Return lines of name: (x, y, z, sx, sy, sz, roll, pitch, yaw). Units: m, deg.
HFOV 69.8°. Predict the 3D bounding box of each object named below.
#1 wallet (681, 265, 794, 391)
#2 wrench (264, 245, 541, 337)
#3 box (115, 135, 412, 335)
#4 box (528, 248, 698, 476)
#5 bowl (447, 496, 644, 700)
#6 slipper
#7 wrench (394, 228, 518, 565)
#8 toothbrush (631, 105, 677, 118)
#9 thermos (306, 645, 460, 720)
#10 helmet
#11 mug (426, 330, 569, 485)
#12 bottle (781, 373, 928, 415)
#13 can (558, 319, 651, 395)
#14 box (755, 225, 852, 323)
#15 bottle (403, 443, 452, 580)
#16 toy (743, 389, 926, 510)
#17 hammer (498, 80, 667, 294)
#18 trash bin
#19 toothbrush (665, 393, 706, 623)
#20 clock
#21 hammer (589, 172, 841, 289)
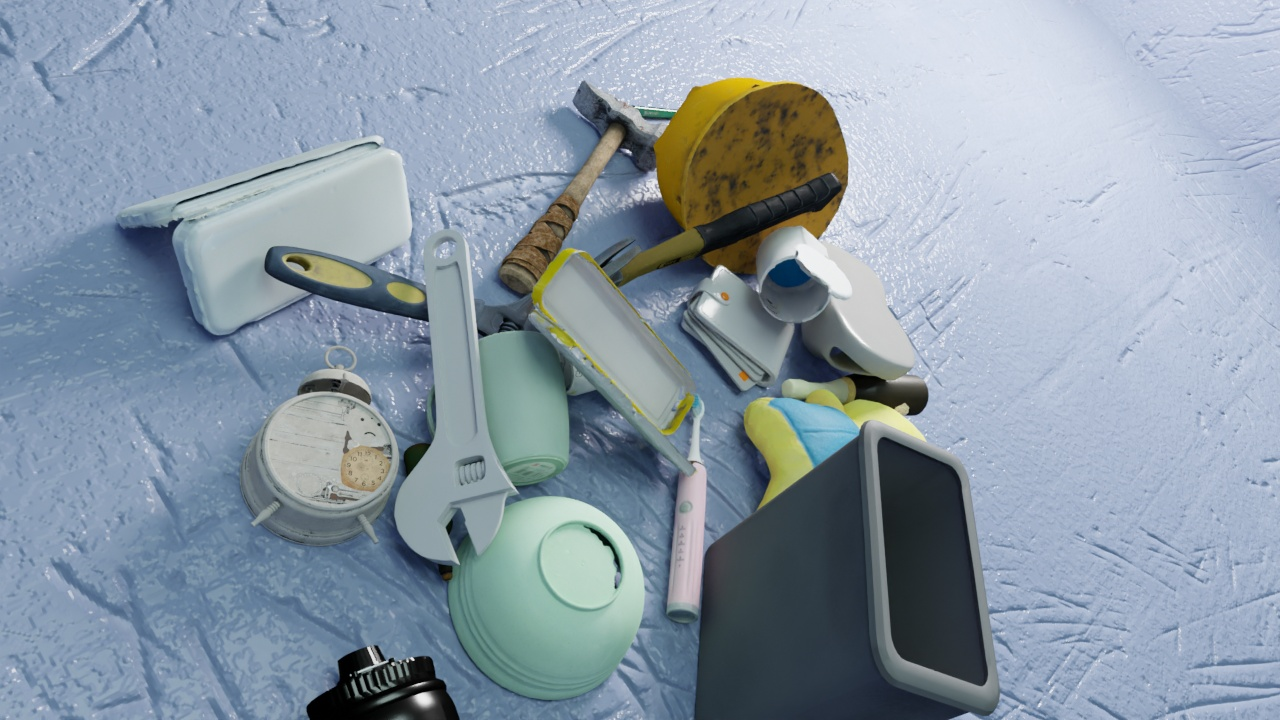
wallet: (0.097, -0.028, 0.939, 0.118, 0.038, 0.115, 37, 45, -9)
wrench: (-0.169, -0.046, 0.754, 0.273, 0.022, 0.073, 16, 66, -37)
box: (-0.301, -0.122, 0.738, 0.127, 0.106, 0.214, 25, 39, 25)
box: (-0.016, 0.009, 0.763, 0.210, 0.057, 0.117, 49, 29, -39)
bowl: (-0.057, 0.161, 0.667, 0.150, 0.077, 0.150, 17, 51, -22)
slipper: (0.223, -0.043, 1.015, 0.113, 0.081, 0.265, 30, 28, -17)
wrench: (-0.148, 0.018, 0.692, 0.087, 0.018, 0.273, -14, 64, 5)
toothbrush: (0.055, -0.307, 1.132, 0.189, 0.017, 0.016, -9, 63, -38)
thermos: (-0.134, 0.262, 0.533, 0.086, 0.086, 0.198, -9, 63, -37)
helmet: (0.100, -0.215, 0.992, 0.131, 0.205, 0.255, 43, 13, 37)
mug: (-0.111, 0.042, 0.722, 0.111, 0.084, 0.104, -4, 64, -17)
bottle: (0.224, 0.034, 0.968, 0.184, 0.046, 0.045, 4, 56, -31)
can: (-0.035, -0.004, 0.819, 0.101, 0.055, 0.055, -16, 68, -40)
box: (0.159, -0.084, 0.928, 0.083, 0.093, 0.165, 42, 24, -15)
bottle: (-0.153, 0.111, 0.676, 0.025, 0.025, 0.106, -1, 58, -34)
toy: (0.203, 0.095, 0.883, 0.213, 0.084, 0.148, 8, 55, -25)
hammer: (-0.065, -0.177, 0.941, 0.121, 0.049, 0.317, 31, 48, -6)
trash bin: (0.138, 0.183, 0.676, 0.097, 0.221, 0.191, 23, 48, -18)
toothbrush: (0.043, 0.120, 0.799, 0.027, 0.026, 0.222, -6, 49, 15)
clock: (-0.220, 0.053, 0.651, 0.103, 0.061, 0.156, 14, 53, -25)
hammer: (0.072, -0.122, 0.888, 0.332, 0.118, 0.025, -25, 78, -30)
